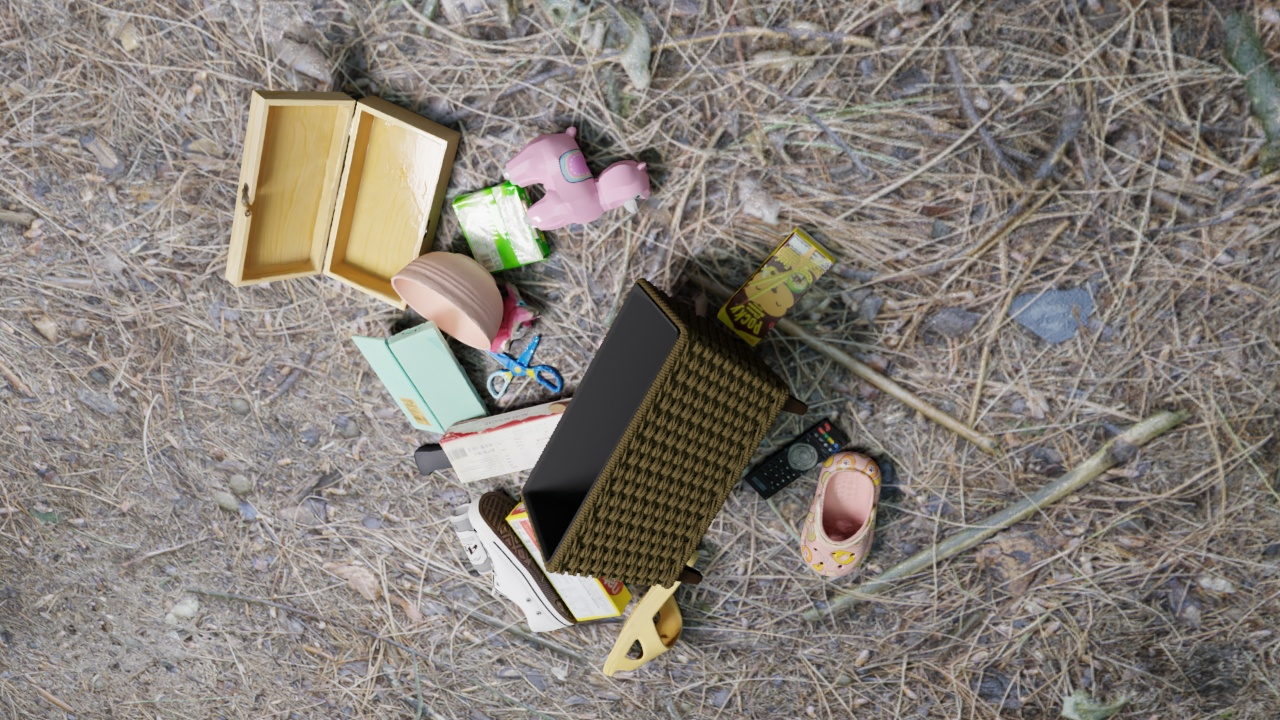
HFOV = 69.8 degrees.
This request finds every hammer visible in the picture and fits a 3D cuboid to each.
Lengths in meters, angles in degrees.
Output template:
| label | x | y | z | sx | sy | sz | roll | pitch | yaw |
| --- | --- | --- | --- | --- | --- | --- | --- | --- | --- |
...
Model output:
| label | x | y | z | sx | sy | sz | roll | pitch | yaw |
| --- | --- | --- | --- | --- | --- | --- | --- | --- | --- |
| hammer | -0.183 | 0.133 | 1.311 | 0.313 | 0.035 | 0.139 | -9 | 109 | 20 |

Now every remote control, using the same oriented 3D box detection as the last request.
| label | x | y | z | sx | sy | sz | roll | pitch | yaw |
| --- | --- | --- | --- | --- | --- | --- | --- | --- | --- |
| remote control | 0.204 | 0.130 | 1.208 | 0.141 | 0.021 | 0.045 | -39 | 102 | 24 |

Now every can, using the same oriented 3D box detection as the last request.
| label | x | y | z | sx | sy | sz | roll | pitch | yaw |
| --- | --- | --- | --- | --- | --- | --- | --- | --- | --- |
| can | -0.250 | 0.271 | 1.394 | 0.044 | 0.043 | 0.107 | -13 | 112 | 21 |

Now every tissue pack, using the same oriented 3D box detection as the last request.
| label | x | y | z | sx | sy | sz | roll | pitch | yaw |
| --- | --- | --- | --- | --- | --- | --- | --- | --- | --- |
| tissue pack | -0.173 | -0.166 | 1.155 | 0.100 | 0.034 | 0.114 | -11 | 114 | 20 |

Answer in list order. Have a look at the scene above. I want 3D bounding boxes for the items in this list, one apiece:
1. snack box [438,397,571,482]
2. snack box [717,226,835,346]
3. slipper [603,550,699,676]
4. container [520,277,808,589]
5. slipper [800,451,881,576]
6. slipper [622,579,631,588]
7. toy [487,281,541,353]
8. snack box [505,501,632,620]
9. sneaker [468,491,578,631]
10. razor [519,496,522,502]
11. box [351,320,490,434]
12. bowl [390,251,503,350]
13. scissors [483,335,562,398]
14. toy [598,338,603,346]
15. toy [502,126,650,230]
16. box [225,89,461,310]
| label | x | y | z | sx | sy | sz | roll | pitch | yaw |
| --- | --- | --- | --- | --- | --- | --- | --- | --- | --- |
| snack box | -0.134 | 0.099 | 1.234 | 0.273 | 0.044 | 0.077 | -14 | 115 | 19 |
| snack box | 0.162 | -0.087 | 1.105 | 0.061 | 0.025 | 0.149 | 39 | 120 | -5 |
| slipper | 0.025 | 0.381 | 1.341 | 0.078 | 0.099 | 0.264 | 34 | 116 | 8 |
| container | 0.030 | 0.103 | 1.099 | 0.205 | 0.176 | 0.321 | 23 | 105 | -26 |
| slipper | 0.265 | 0.214 | 1.198 | 0.093 | 0.081 | 0.198 | 12 | 119 | 8 |
| slipper | -0.003 | 0.244 | 1.304 | 0.118 | 0.060 | 0.296 | 36 | 120 | 0 |
| toy | -0.168 | -0.050 | 1.211 | 0.103 | 0.050 | 0.065 | -49 | 60 | 33 |
| snack box | -0.102 | 0.286 | 1.328 | 0.092 | 0.042 | 0.200 | -21 | 108 | 37 |
| sneaker | -0.192 | 0.308 | 1.370 | 0.097 | 0.091 | 0.245 | -25 | 112 | 21 |
| razor | -0.135 | 0.261 | 1.370 | 0.044 | 0.021 | 0.144 | -10 | 113 | 33 |
| box | -0.301 | 0.031 | 1.259 | 0.138 | 0.055 | 0.187 | -12 | 130 | 16 |
| bowl | -0.232 | -0.087 | 1.163 | 0.153 | 0.076 | 0.153 | 29 | 162 | 10 |
| scissors | -0.166 | 0.013 | 1.258 | 0.125 | 0.013 | 0.127 | 34 | 118 | -5 |
| toy | -0.007 | 0.007 | 1.196 | 0.109 | 0.041 | 0.096 | 16 | 121 | 14 |
| toy | -0.072 | -0.213 | 1.079 | 0.157 | 0.067 | 0.123 | -22 | 91 | 4 |
| box | -0.373 | -0.202 | 1.146 | 0.252 | 0.118 | 0.248 | 4 | 124 | -30 |
